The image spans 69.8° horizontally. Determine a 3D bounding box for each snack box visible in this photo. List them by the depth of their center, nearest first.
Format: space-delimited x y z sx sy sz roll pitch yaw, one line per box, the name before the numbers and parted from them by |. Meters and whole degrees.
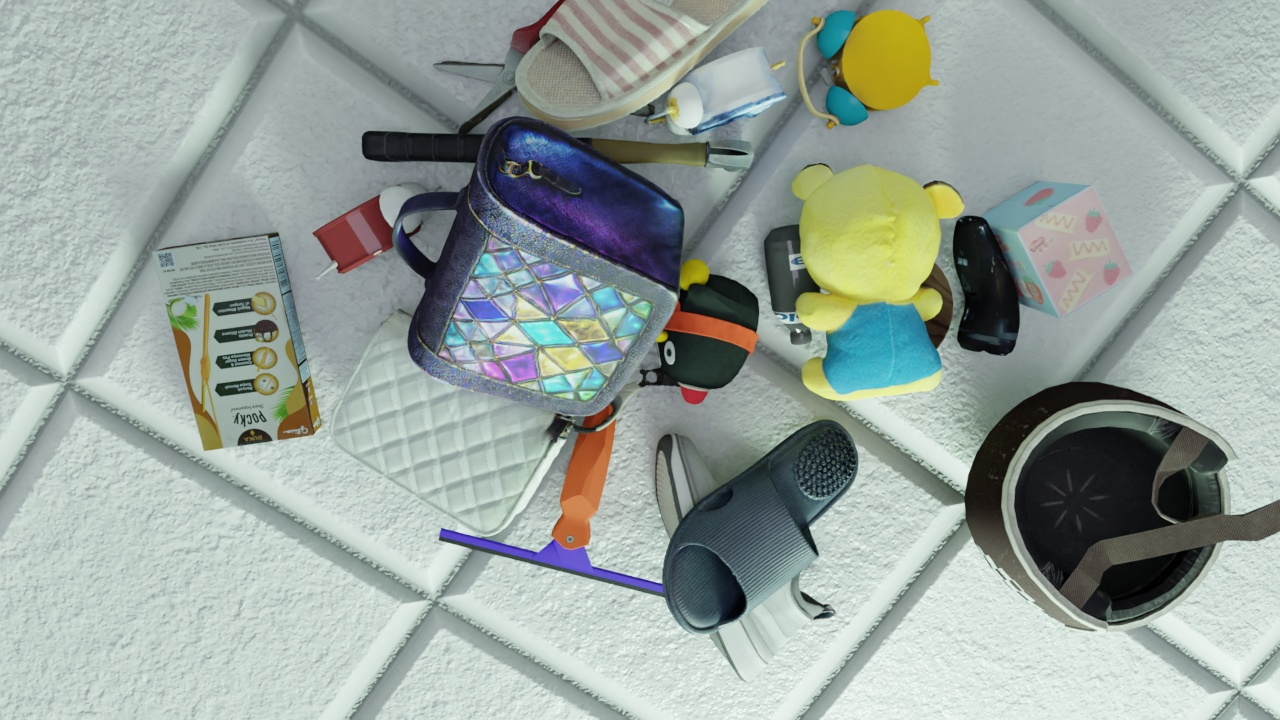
snack box | -0.365 -0.016 0.838 0.101 0.031 0.186 -8 104 -2
snack box | 0.376 -0.104 0.841 0.079 0.093 0.095 -32 103 4

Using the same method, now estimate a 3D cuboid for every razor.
razor | 0.314 -0.066 0.855 0.063 0.053 0.140 -32 117 -15

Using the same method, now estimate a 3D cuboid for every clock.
clock | 0.063 -0.225 0.791 0.125 0.089 0.052 -21 99 -1
clock | -0.227 -0.118 0.796 0.124 0.087 0.044 -28 105 5
clock | 0.201 -0.263 0.817 0.129 0.043 0.099 -14 105 -8

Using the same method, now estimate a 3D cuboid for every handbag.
handbag | -0.094 -0.073 0.755 0.222 0.125 0.205 21 135 -15
handbag | -0.170 0.056 0.834 0.195 0.072 0.139 31 102 2

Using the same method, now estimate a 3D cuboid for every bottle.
bottle | 0.143 -0.070 0.856 0.047 0.047 0.112 -10 105 -2

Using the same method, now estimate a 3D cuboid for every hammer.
hammer | -0.069 -0.180 0.787 0.333 0.117 0.025 1 100 0

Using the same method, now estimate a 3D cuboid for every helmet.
helmet | 0.420 0.126 0.817 0.234 0.253 0.233 36 93 13

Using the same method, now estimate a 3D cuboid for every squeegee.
squeegee | -0.054 0.118 0.883 0.249 0.055 0.185 14 91 -1

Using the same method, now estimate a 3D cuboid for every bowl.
bowl | 0.234 -0.049 0.875 0.119 0.032 0.119 -1 104 -4

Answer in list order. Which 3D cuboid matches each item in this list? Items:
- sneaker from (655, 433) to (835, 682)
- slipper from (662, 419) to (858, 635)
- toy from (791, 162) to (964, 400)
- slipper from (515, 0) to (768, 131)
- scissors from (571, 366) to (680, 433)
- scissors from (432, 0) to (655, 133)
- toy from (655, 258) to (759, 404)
sneaker | 0.100 0.178 0.897 0.128 0.097 0.263 -26 103 -10
slipper | 0.126 0.139 0.826 0.262 0.083 0.101 -39 98 -30
toy | 0.209 -0.067 0.808 0.149 0.084 0.214 -5 102 -13
slipper | 0.010 -0.290 0.757 0.262 0.052 0.115 -36 69 -7
scissors | -0.007 0.024 0.870 0.163 0.013 0.153 31 73 -2
scissors | -0.072 -0.256 0.810 0.179 0.015 0.200 37 99 -12
toy | 0.057 -0.021 0.831 0.099 0.098 0.119 16 83 -19
